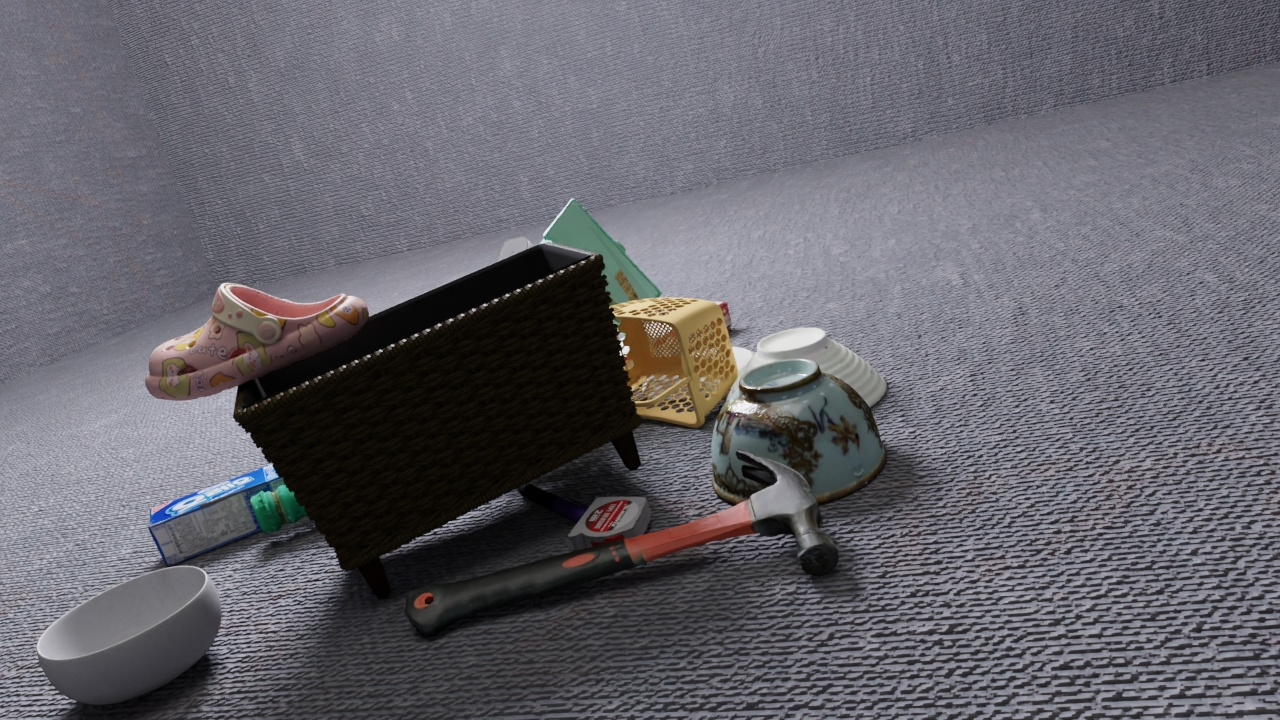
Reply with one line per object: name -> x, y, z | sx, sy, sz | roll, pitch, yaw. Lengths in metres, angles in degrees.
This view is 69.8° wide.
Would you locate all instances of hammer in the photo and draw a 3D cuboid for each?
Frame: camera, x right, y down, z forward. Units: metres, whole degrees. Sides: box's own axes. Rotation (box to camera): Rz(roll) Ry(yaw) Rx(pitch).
hammer -> -0.025, 0.153, 0.715 | 0.333, 0.033, 0.133 | -17, 32, 3

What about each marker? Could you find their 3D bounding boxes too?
marker -> -0.085, 0.134, 0.877 | 0.015, 0.018, 0.134 | 26, -9, -34

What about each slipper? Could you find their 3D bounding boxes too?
slipper -> -0.337, -0.028, 0.788 | 0.197, 0.081, 0.093 | -19, 19, -1

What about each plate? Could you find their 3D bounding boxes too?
plate -> 0.077, 0.013, 1.146 | 0.157, 0.014, 0.156 | -13, 17, 4

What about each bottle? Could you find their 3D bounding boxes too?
bottle -> -0.310, 0.129, 0.997 | 0.209, 0.068, 0.068 | -20, 17, -19

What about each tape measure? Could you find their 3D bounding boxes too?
tape measure -> -0.024, 0.142, 0.792 | 0.062, 0.020, 0.060 | -6, 24, 29

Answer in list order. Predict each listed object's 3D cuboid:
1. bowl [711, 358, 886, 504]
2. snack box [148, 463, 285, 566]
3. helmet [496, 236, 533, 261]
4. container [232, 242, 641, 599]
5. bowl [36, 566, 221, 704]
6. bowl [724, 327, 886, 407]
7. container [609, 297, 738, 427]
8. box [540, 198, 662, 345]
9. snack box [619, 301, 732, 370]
bowl -> 0.133, 0.054, 0.820 | 0.160, 0.094, 0.159 | -14, 16, 4
snack box -> -0.424, 0.155, 1.032 | 0.226, 0.059, 0.059 | -21, 22, -21
helmet -> -0.190, -0.031, 1.119 | 0.283, 0.183, 0.223 | 126, 162, -50
container -> -0.168, 0.050, 0.846 | 0.320, 0.205, 0.176 | -26, 19, -15
bowl -> -0.410, 0.231, 0.752 | 0.132, 0.064, 0.131 | -13, 16, 4
bowl -> 0.168, 0.009, 0.981 | 0.177, 0.071, 0.177 | -13, 17, 4
container -> -0.006, 0.006, 1.032 | 0.184, 0.129, 0.166 | 3, 27, 45
box -> -0.039, -0.105, 1.155 | 0.078, 0.187, 0.109 | 5, 55, 51
snack box -> 0.012, -0.015, 1.247 | 0.077, 0.044, 0.272 | 2, 24, 47
